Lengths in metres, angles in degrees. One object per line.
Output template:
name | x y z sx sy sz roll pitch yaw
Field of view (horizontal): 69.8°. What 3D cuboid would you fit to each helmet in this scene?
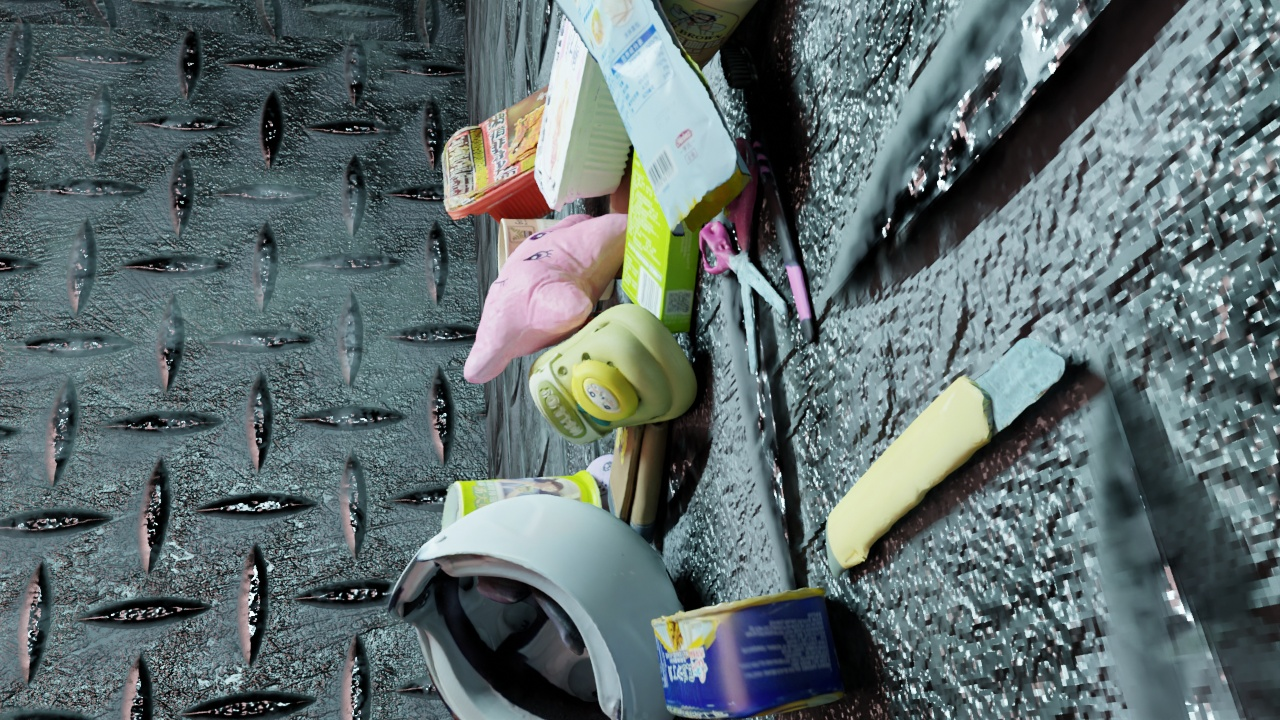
helmet | -0.060 0.199 0.692 0.229 0.145 0.259 34 139 17

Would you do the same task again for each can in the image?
can | 0.033 -0.206 0.508 0.116 0.058 0.058 162 105 -76
can | 0.050 0.145 0.456 0.148 0.074 0.049 122 140 -68

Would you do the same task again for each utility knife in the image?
utility knife | 0.101 0.042 0.343 0.188 0.020 0.031 100 159 -60

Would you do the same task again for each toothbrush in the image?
toothbrush | 0.066 -0.094 0.479 0.014 0.017 0.189 117 147 -62

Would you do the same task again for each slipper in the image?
slipper | -0.036 0.027 0.670 0.091 0.081 0.191 52 147 -11

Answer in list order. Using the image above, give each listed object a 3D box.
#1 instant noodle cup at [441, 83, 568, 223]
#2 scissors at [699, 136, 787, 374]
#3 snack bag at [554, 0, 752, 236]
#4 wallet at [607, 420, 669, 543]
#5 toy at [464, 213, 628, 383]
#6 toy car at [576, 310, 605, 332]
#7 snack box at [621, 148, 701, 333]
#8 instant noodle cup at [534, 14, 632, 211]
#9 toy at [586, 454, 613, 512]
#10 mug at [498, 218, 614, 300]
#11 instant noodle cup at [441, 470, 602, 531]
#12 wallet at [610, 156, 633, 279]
instant noodle cup | -0.110 -0.210 0.943 0.079 0.189 0.164 53 -167 -38
scissors | 0.056 -0.058 0.530 0.131 0.017 0.133 173 92 -74
snack bag | -0.002 -0.167 0.504 0.191 0.038 0.110 64 169 5
wallet | -0.003 0.082 0.756 0.090 0.033 0.115 -115 30 -60
toy | -0.068 -0.072 0.762 0.074 0.179 0.194 48 -156 -24
toy car | -0.035 -0.008 0.827 0.121 0.053 0.045 109 158 -58
snack box | 0.017 -0.106 0.642 0.085 0.026 0.157 -126 36 -56
instant noodle cup | -0.039 -0.217 0.763 0.138 0.060 0.174 -117 39 -61
toy | -0.030 0.138 0.839 0.084 0.039 0.107 -39 49 37
mug | -0.080 -0.089 0.890 0.114 0.105 0.082 -110 22 -52
instant noodle cup | -0.110 0.149 0.814 0.112 0.123 0.111 -174 91 -69
wallet | -0.005 -0.118 0.764 0.115 0.020 0.101 -165 75 -73
